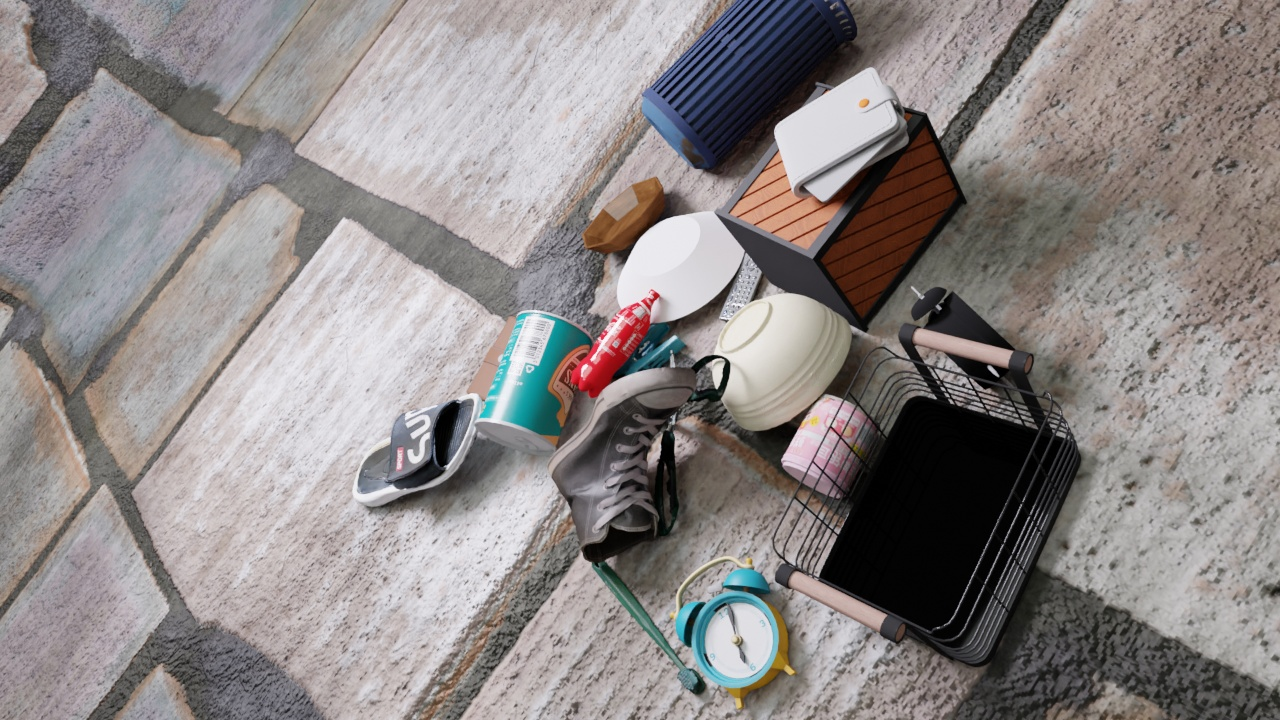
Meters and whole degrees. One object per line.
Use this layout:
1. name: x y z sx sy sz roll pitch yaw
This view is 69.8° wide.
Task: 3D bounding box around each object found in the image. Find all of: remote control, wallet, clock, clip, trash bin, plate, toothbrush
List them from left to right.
1. wallet: -0.173 0.001 1.199 0.087 0.013 0.120 17 74 42
2. clip: -0.017 0.000 1.080 0.120 0.030 0.130 26 80 48
3. plate: -0.018 -0.180 1.171 0.131 0.025 0.131 -33 27 19
4. toothbrush: 0.002 0.257 0.906 0.016 0.017 0.190 -49 46 0
5. plate: 0.037 -0.125 1.093 0.174 0.036 0.173 -21 44 22
6. clock: 0.084 0.244 0.839 0.099 0.043 0.129 -38 54 11
7. trash bin: 0.125 -0.359 1.128 0.250 0.139 0.139 -43 46 7
8. remote control: 0.128 -0.104 1.045 0.033 0.013 0.136 12 70 40
9. trash bin: 0.205 -0.156 0.935 0.171 0.139 0.140 -52 46 -3
10. wallet: 0.189 -0.202 0.851 0.119 0.037 0.115 -28 49 24
11. clock: 0.289 -0.025 0.825 0.043 0.091 0.120 -47 59 16

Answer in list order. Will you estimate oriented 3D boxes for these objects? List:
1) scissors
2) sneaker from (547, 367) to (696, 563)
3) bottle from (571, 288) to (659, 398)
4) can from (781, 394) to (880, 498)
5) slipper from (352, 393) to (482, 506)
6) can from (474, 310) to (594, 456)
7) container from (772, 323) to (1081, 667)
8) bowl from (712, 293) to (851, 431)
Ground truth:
1. scissors: 0.046 0.066 0.932 0.206 0.015 0.201 132 142 -59
2. sneaker: -0.008 0.103 0.916 0.235 0.095 0.119 -46 53 35
3. bottle: -0.025 -0.022 1.050 0.141 0.042 0.042 -53 46 0
4. can: 0.177 0.080 0.855 0.067 0.067 0.076 21 75 42
5. slipper: -0.295 0.112 1.154 0.265 0.063 0.111 -26 47 40
6. can: -0.124 0.027 1.087 0.099 0.099 0.143 2 64 37
7. container: 0.232 0.112 0.751 0.163 0.130 0.241 20 75 42
8. bowl: 0.126 -0.011 0.908 0.151 0.075 0.150 -40 23 21
